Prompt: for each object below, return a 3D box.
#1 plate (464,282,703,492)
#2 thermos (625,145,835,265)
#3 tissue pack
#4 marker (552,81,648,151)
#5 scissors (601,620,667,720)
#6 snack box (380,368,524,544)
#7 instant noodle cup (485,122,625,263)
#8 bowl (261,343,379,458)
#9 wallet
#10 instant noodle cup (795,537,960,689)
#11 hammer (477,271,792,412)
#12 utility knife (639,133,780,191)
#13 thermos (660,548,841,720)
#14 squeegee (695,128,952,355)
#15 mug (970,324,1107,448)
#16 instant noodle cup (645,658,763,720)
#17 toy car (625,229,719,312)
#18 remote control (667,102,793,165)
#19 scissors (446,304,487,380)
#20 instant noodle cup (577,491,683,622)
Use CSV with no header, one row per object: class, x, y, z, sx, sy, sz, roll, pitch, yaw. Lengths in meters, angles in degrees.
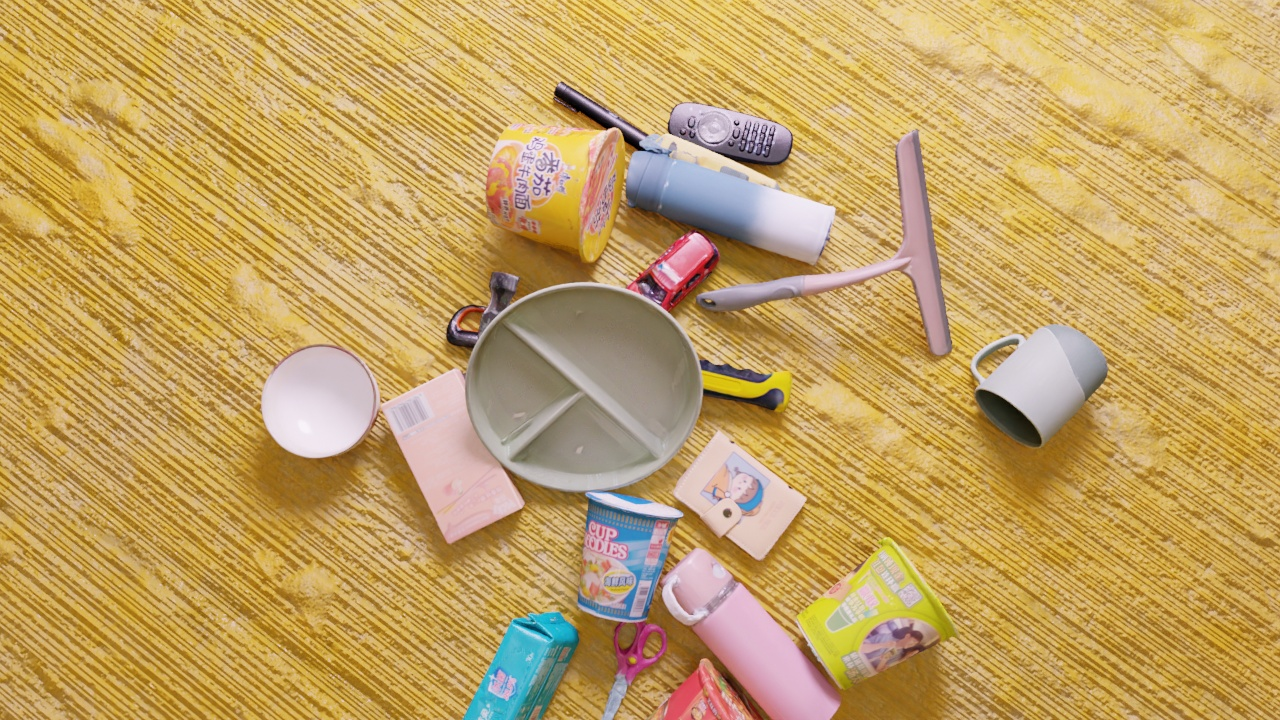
plate,-0.054,0.028,0.893,0.230,0.027,0.230,-2,117,-4
thermos,0.091,-0.163,0.960,0.220,0.070,0.070,19,81,3
tissue pack,-0.112,0.301,0.872,0.050,0.093,0.133,25,81,20
marker,-0.037,-0.261,0.999,0.132,0.020,0.022,33,99,5
scissors,-0.019,0.321,0.911,0.056,0.017,0.133,25,85,-2
snack box,-0.189,0.096,0.927,0.084,0.026,0.157,-26,90,-1
instant noodle cup,-0.087,-0.178,0.934,0.110,0.138,0.138,15,81,10
bowl,-0.315,0.044,0.928,0.113,0.062,0.113,0,81,1
wallet,0.098,0.140,0.935,0.115,0.024,0.087,38,78,4
instant noodle cup,0.220,0.249,0.880,0.123,0.111,0.111,-34,83,2
hammer,-0.006,0.005,0.934,0.323,0.032,0.126,12,93,-5
utility knife,0.078,-0.206,0.985,0.166,0.018,0.031,23,93,0
thermos,0.100,0.275,0.883,0.198,0.087,0.067,48,119,5
squeegee,0.175,-0.080,0.929,0.250,0.040,0.248,-11,120,16
mug,0.397,0.015,0.931,0.106,0.082,0.112,-44,52,-6
instant noodle cup,0.059,0.366,0.847,0.108,0.138,0.138,-39,83,2
toy car,0.030,-0.086,0.959,0.053,0.045,0.120,44,86,8
remote control,0.097,-0.244,0.993,0.136,0.024,0.053,15,86,3
scissors,-0.099,-0.014,0.958,0.229,0.022,0.190,-32,82,-5
instant noodle cup,-0.016,0.192,0.894,0.099,0.099,0.110,12,88,2
